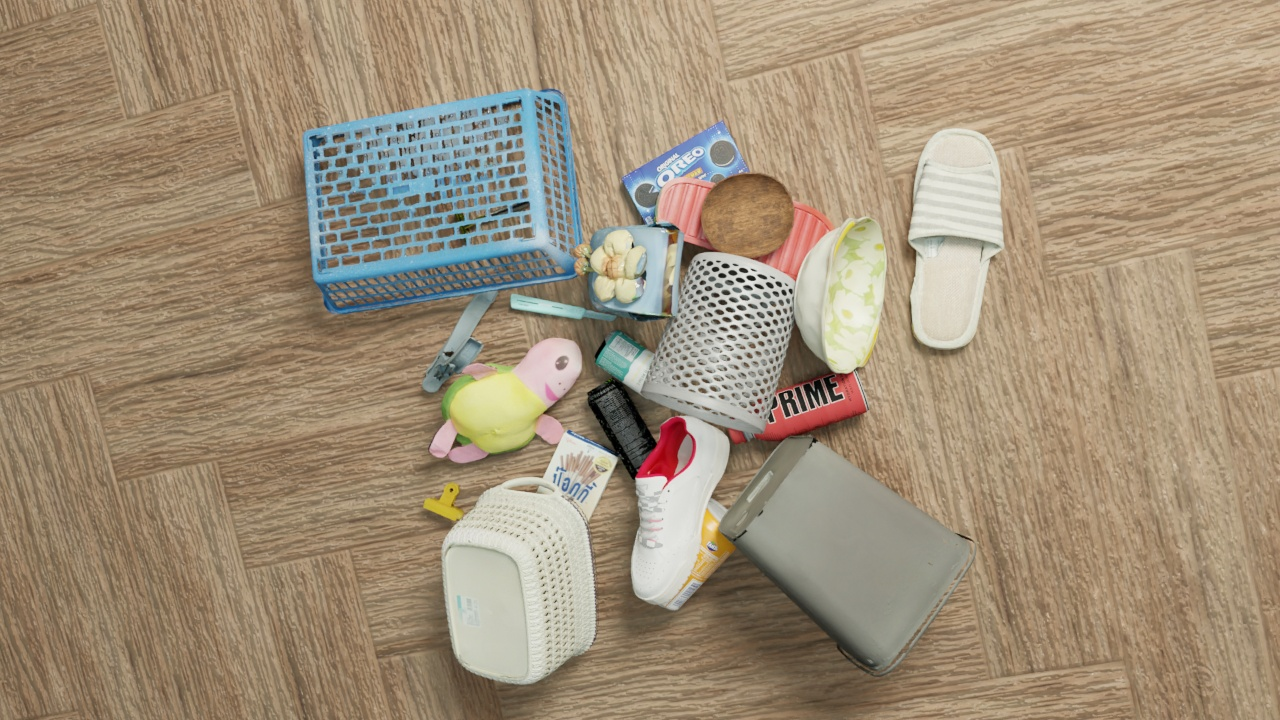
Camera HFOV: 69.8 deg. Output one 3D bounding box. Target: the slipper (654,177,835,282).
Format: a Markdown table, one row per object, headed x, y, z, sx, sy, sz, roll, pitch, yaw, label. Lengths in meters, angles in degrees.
| x | y | z | sx | sy | sz | roll | pitch | yaw | label |
| --- | --- | --- | --- | --- | --- | --- | --- | --- | --- |
| 0.136 | -0.168 | 1.161 | 0.248 | 0.059 | 0.103 | 18 | 97 | -8 | slipper |

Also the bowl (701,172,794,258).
| x | y | z | sx | sy | sz | roll | pitch | yaw | label |
| --- | --- | --- | --- | --- | --- | --- | --- | --- | --- |
| 0.128 | -0.176 | 1.116 | 0.114 | 0.026 | 0.102 | -6 | 99 | -4 | bowl |

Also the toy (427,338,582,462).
| x | y | z | sx | sy | sz | roll | pitch | yaw | label |
| --- | --- | --- | --- | --- | --- | --- | --- | --- | --- |
| -0.177 | 0.055 | 1.212 | 0.238 | 0.087 | 0.190 | -39 | 126 | 10 | toy |

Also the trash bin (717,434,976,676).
| x | y | z | sx | sy | sz | roll | pitch | yaw | label |
| --- | --- | --- | --- | --- | --- | --- | --- | --- | --- |
| 0.231 | 0.217 | 1.095 | 0.220 | 0.197 | 0.197 | 39 | 83 | -1 | trash bin |

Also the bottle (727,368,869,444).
| x | y | z | sx | sy | sz | roll | pitch | yaw | label |
| --- | --- | --- | --- | --- | --- | --- | --- | --- | --- |
| 0.198 | 0.064 | 1.174 | 0.177 | 0.062 | 0.062 | -20 | 92 | 10 | bottle |

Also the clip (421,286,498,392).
| x | y | z | sx | sy | sz | roll | pitch | yaw | label |
| --- | --- | --- | --- | --- | --- | --- | --- | --- | --- |
| -0.237 | -0.008 | 1.191 | 0.030 | 0.164 | 0.173 | 30 | 104 | -19 | clip |

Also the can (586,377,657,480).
| x | y | z | sx | sy | sz | roll | pitch | yaw | label |
| --- | --- | --- | --- | --- | --- | --- | --- | --- | --- |
| -0.019 | 0.092 | 1.212 | 0.054 | 0.054 | 0.137 | -30 | 90 | 10 | can |

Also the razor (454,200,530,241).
| x | y | z | sx | sy | sz | roll | pitch | yaw | label |
| --- | --- | --- | --- | --- | --- | --- | --- | --- | --- |
| -0.194 | -0.196 | 1.228 | 0.106 | 0.026 | 0.042 | -19 | 90 | 6 | razor |

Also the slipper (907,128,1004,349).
| x | y | z | sx | sy | sz | roll | pitch | yaw | label |
| --- | --- | --- | --- | --- | --- | --- | --- | --- | --- |
| 0.385 | -0.147 | 1.132 | 0.114 | 0.054 | 0.273 | 2 | 97 | 3 | slipper |

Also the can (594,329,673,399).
| x | y | z | sx | sy | sz | roll | pitch | yaw | label |
| --- | --- | --- | --- | --- | --- | --- | --- | --- | --- |
| -0.007 | 0.007 | 1.202 | 0.101 | 0.055 | 0.055 | 34 | 99 | 4 | can |

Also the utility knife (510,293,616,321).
| x | y | z | sx | sy | sz | roll | pitch | yaw | label |
| --- | --- | --- | --- | --- | --- | --- | --- | --- | --- |
| -0.104 | -0.067 | 1.231 | 0.147 | 0.015 | 0.022 | 10 | 65 | 6 | utility knife |

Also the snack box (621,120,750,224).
| x | y | z | sx | sy | sz | roll | pitch | yaw | label |
| --- | --- | --- | --- | --- | --- | --- | --- | --- | --- |
| 0.059 | -0.237 | 1.182 | 0.150 | 0.027 | 0.082 | -29 | 92 | 9 | snack box |

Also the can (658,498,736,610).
| x | y | z | sx | sy | sz | roll | pitch | yaw | label |
| --- | --- | --- | --- | --- | --- | --- | --- | --- | --- |
| 0.063 | 0.254 | 1.203 | 0.079 | 0.079 | 0.142 | 42 | 100 | 3 | can |

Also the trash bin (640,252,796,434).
| x | y | z | sx | sy | sz | roll | pitch | yaw | label |
| --- | --- | --- | --- | --- | --- | --- | --- | --- | --- |
| 0.103 | -0.022 | 1.119 | 0.156 | 0.156 | 0.183 | 18 | 83 | 6 | trash bin |

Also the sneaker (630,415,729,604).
| x | y | z | sx | sy | sz | roll | pitch | yaw | label |
| --- | --- | --- | --- | --- | --- | --- | --- | --- | --- |
| 0.025 | 0.179 | 1.144 | 0.090 | 0.104 | 0.236 | 13 | 78 | 47 | sneaker |

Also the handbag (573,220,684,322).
| x | y | z | sx | sy | sz | roll | pitch | yaw | label |
| --- | --- | --- | --- | --- | --- | --- | --- | --- | --- |
| -0.021 | -0.112 | 1.121 | 0.118 | 0.192 | 0.122 | 3 | 97 | -23 | handbag |

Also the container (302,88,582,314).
| x | y | z | sx | sy | sz | roll | pitch | yaw | label |
| --- | --- | --- | --- | --- | --- | --- | --- | --- | --- |
| -0.267 | -0.212 | 1.178 | 0.362 | 0.089 | 0.257 | -8 | 83 | 9 | container |

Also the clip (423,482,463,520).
| x | y | z | sx | sy | sz | roll | pitch | yaw | label |
| --- | --- | --- | --- | --- | --- | --- | --- | --- | --- |
| -0.270 | 0.197 | 1.278 | 0.054 | 0.046 | 0.048 | 21 | 131 | 7 | clip |

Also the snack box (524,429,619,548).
| x | y | z | sx | sy | sz | roll | pitch | yaw | label |
| --- | --- | --- | --- | --- | --- | --- | --- | --- | --- |
| -0.095 | 0.177 | 1.246 | 0.082 | 0.026 | 0.150 | 27 | 99 | 6 | snack box |

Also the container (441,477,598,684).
| x | y | z | sx | sy | sz | roll | pitch | yaw | label |
| --- | --- | --- | --- | --- | --- | --- | --- | --- | --- |
| -0.161 | 0.293 | 1.191 | 0.185 | 0.143 | 0.252 | 4 | 106 | 26 | container |

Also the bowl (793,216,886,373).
| x | y | z | sx | sy | sz | roll | pitch | yaw | label |
| --- | --- | --- | --- | --- | --- | --- | --- | --- | --- |
| 0.235 | -0.081 | 1.106 | 0.060 | 0.219 | 0.188 | 13 | 59 | 32 | bowl |
